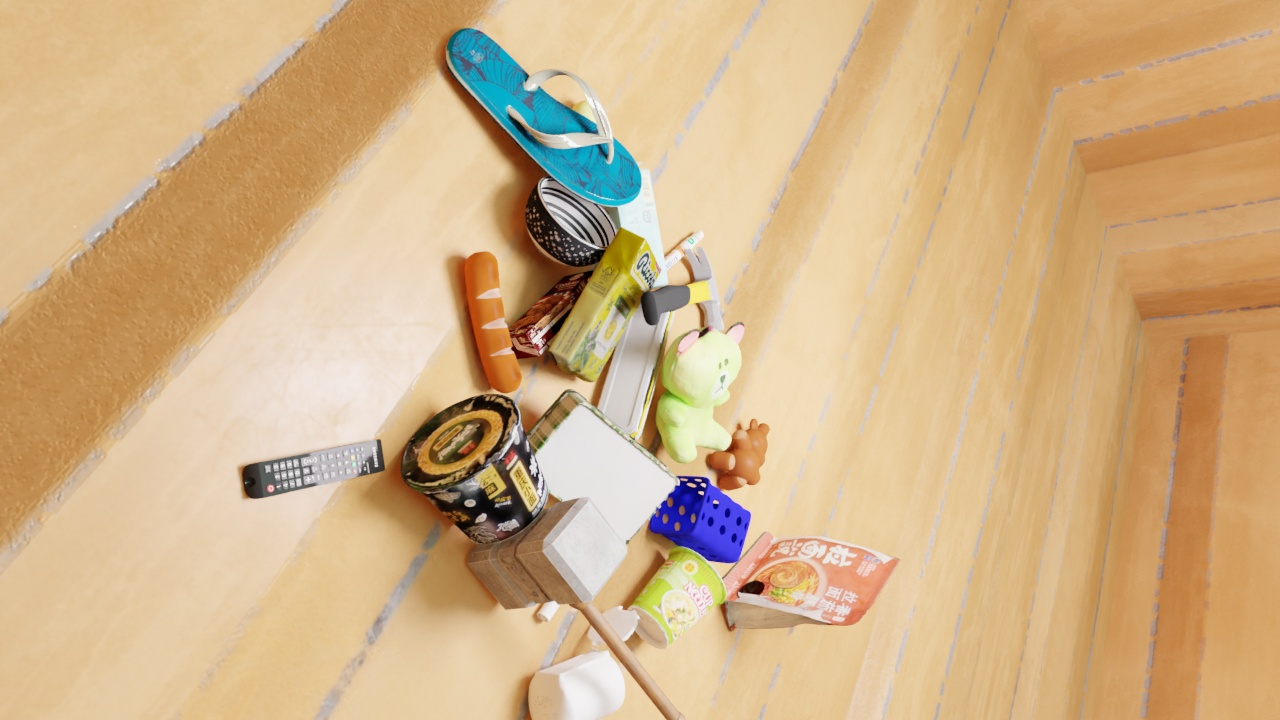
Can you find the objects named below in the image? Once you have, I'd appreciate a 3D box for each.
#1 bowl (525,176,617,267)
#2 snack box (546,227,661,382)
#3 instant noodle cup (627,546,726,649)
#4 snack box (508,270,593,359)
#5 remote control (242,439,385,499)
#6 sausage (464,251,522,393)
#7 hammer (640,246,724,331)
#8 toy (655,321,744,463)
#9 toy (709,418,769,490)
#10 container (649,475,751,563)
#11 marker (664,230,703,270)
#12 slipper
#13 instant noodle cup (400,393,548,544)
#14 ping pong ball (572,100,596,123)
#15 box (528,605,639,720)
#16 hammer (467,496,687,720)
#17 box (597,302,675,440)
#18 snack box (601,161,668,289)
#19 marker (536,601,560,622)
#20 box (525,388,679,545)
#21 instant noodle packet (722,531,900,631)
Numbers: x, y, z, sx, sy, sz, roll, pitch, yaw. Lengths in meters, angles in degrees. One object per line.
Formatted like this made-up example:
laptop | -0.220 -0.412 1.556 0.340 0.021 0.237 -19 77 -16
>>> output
bowl | -0.094 -0.158 1.120 0.120 0.067 0.120 32 31 -23
snack box | -0.040 -0.060 1.116 0.180 0.045 0.121 -60 165 -6
instant noodle cup | 0.043 0.317 1.207 0.107 0.099 0.099 -39 113 -35
snack box | -0.106 -0.056 1.114 0.140 0.051 0.032 -49 120 -39
remote control | -0.312 0.104 0.894 0.146 0.015 0.033 -9 92 -48
sausage | -0.170 -0.042 1.047 0.039 0.045 0.164 -19 99 -52
hammer | 0.057 -0.086 1.224 0.323 0.029 0.127 -23 104 -71
toy | 0.073 0.035 1.238 0.149 0.107 0.197 -15 115 -46
toy | 0.158 0.137 1.386 0.127 0.065 0.095 -50 129 -49
container | 0.085 0.221 1.267 0.113 0.085 0.085 39 60 -39
marker | 0.049 -0.150 1.323 0.145 0.017 0.017 -44 117 -41
slipper | -0.103 -0.291 1.101 0.295 0.060 0.118 38 57 -24
instant noodle cup | -0.166 0.121 0.975 0.137 0.137 0.112 -57 134 -35
ping pong ball | -0.071 -0.317 1.194 0.040 0.040 0.040 8 80 -47
box | -0.060 0.366 1.095 0.155 0.085 0.126 0 79 -49
hammer | -0.036 0.304 1.020 0.317 0.163 0.082 55 48 -13
box | -0.007 0.008 1.206 0.037 0.064 0.209 57 44 -57
snack box | -0.018 -0.177 1.227 0.074 0.053 0.174 -14 94 -47
marker | -0.084 0.265 1.126 0.133 0.017 0.020 -52 159 -38
box | -0.052 0.132 1.119 0.117 0.051 0.205 -51 126 -2
instant noodle packet | 0.248 0.329 1.332 0.163 0.221 0.084 -34 112 -45
